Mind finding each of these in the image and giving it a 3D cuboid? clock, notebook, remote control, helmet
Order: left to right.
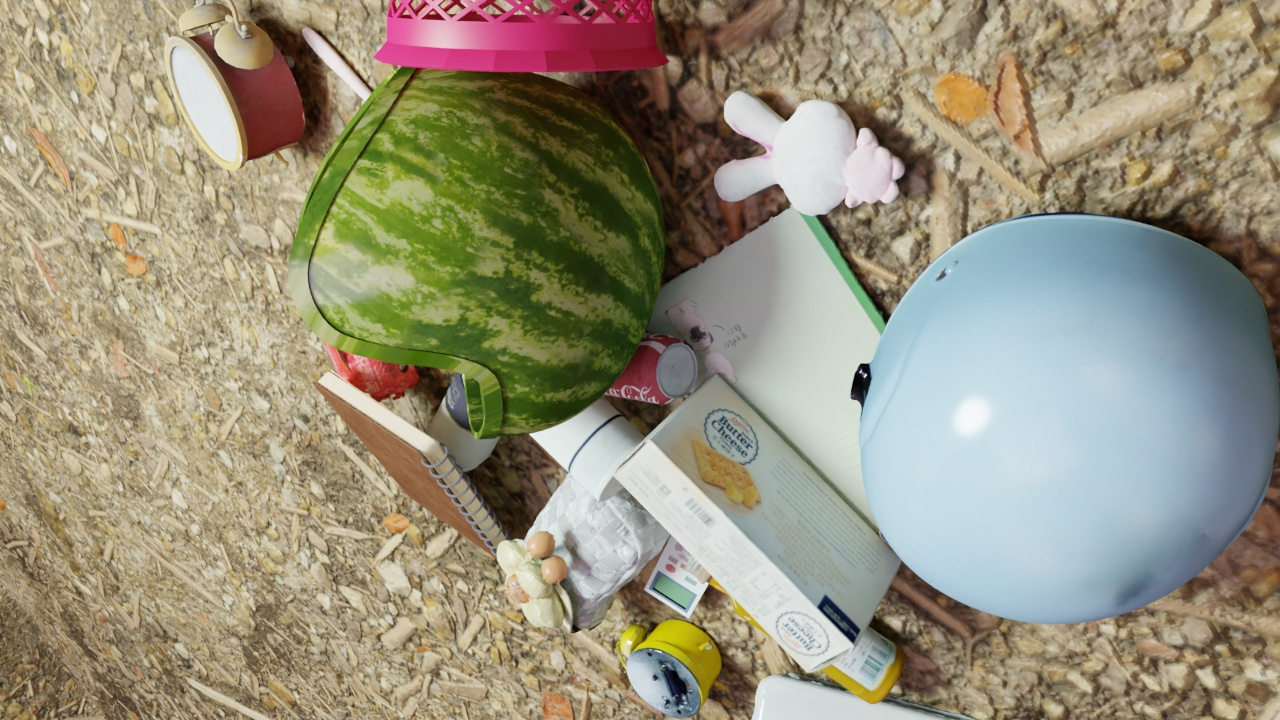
[{"bbox_3d":[-0.351,-0.252,0.807,0.117,0.081,0.159,34,140,28],"label":"clock"},{"bbox_3d":[-0.210,0.110,0.889,0.167,0.024,0.226,27,154,30],"label":"notebook"},{"bbox_3d":[-0.100,-0.078,0.640,0.247,0.243,0.213,35,-178,-24],"label":"helmet"},{"bbox_3d":[0.023,0.296,0.887,0.119,0.057,0.083,-7,112,37],"label":"clock"},{"bbox_3d":[0.050,0.167,0.815,0.049,0.024,0.144,30,128,11],"label":"remote control"},{"bbox_3d":[0.123,0.025,0.692,0.182,0.010,0.252,-29,97,41],"label":"notebook"},{"bbox_3d":[0.231,0.056,0.537,0.225,0.166,0.266,23,134,11],"label":"helmet"}]

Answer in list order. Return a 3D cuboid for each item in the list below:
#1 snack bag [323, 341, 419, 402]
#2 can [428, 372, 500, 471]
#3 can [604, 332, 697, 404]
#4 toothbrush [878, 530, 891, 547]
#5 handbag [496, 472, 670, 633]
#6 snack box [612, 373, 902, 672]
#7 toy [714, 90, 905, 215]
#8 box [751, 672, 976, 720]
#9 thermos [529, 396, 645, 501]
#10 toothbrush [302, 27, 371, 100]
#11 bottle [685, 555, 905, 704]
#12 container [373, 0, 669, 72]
[{"bbox_3d":[-0.274,-0.036,0.883,0.082,0.082,0.176,-3,114,36],"label":"snack bag"},{"bbox_3d":[-0.159,0.054,0.867,0.064,0.064,0.128,42,131,7],"label":"can"},{"bbox_3d":[-0.004,0.004,0.726,0.097,0.053,0.054,7,120,47],"label":"can"},{"bbox_3d":[0.240,0.155,0.676,0.135,0.017,0.022,21,129,17],"label":"toothbrush"},{"bbox_3d":[-0.058,0.170,0.827,0.112,0.123,0.172,52,133,19],"label":"handbag"},{"bbox_3d":[0.090,0.119,0.693,0.208,0.104,0.058,45,134,4],"label":"snack box"},{"bbox_3d":[0.110,-0.130,0.593,0.125,0.037,0.076,15,118,25],"label":"toy"},{"bbox_3d":[0.211,0.337,0.802,0.217,0.110,0.107,8,77,29],"label":"box"},{"bbox_3d":[-0.091,0.021,0.783,0.230,0.067,0.068,41,132,16],"label":"thermos"},{"bbox_3d":[-0.231,-0.220,0.788,0.181,0.018,0.016,47,131,3],"label":"toothbrush"},{"bbox_3d":[0.124,0.208,0.756,0.186,0.053,0.053,33,130,5],"label":"bottle"},{"bbox_3d":[-0.071,-0.296,0.542,0.183,0.182,0.226,14,115,28],"label":"container"}]
